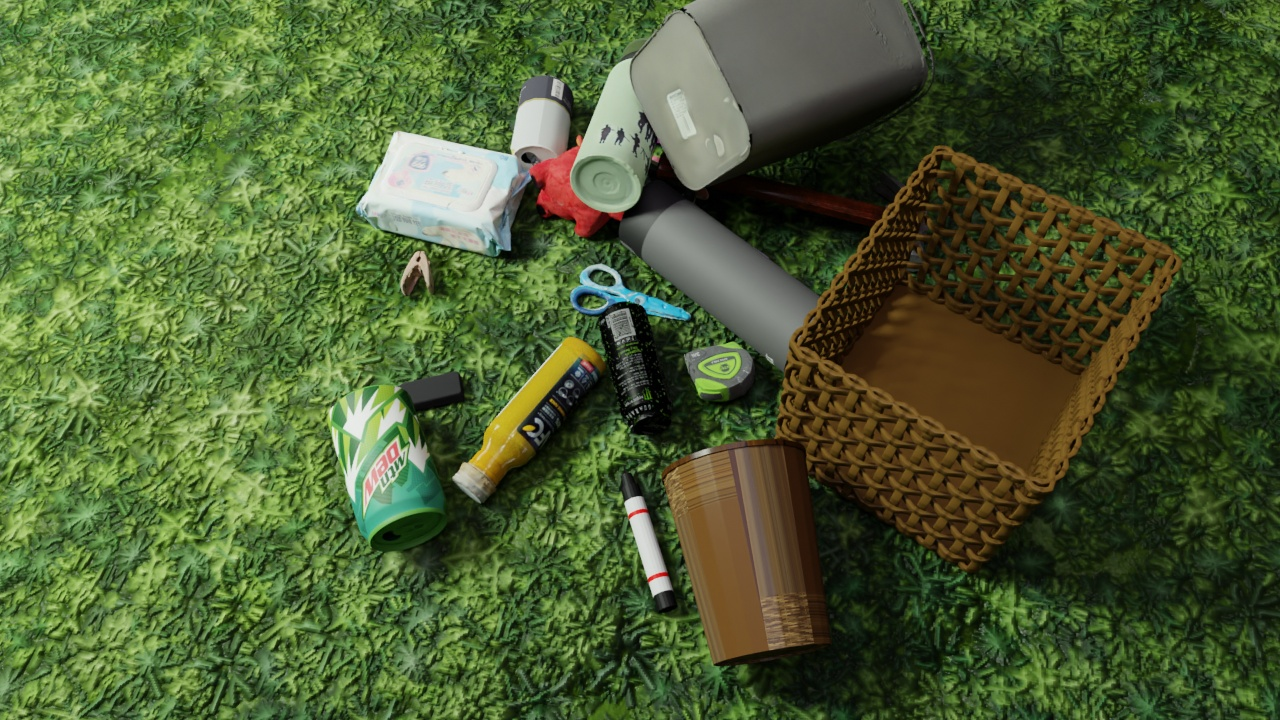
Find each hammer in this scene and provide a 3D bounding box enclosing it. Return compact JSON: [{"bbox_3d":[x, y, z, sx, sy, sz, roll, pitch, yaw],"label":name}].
[{"bbox_3d":[0.165,-0.181,1.004,0.300,0.028,0.110,13,57,0],"label":"hammer"}]

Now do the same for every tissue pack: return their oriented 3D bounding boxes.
[{"bbox_3d":[-0.217,-0.190,1.046,0.182,0.070,0.111,13,62,11],"label":"tissue pack"}]

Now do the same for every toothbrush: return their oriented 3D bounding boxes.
[{"bbox_3d":[0.028,-0.227,1.077,0.135,0.016,0.021,38,70,22],"label":"toothbrush"}]

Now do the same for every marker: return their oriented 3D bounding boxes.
[{"bbox_3d":[0.004,0.164,0.862,0.019,0.019,0.145,-16,61,-5],"label":"marker"}]

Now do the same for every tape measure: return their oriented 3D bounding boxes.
[{"bbox_3d":[0.083,0.014,0.930,0.065,0.036,0.058,-14,52,0],"label":"tape measure"}]

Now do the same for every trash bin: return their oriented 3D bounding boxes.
[{"bbox_3d":[0.131,-0.294,0.930,0.219,0.198,0.197,-30,94,-24],"label":"trash bin"}]

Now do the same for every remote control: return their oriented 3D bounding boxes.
[{"bbox_3d":[-0.252,0.040,0.952,0.136,0.015,0.032,-13,61,-3],"label":"remote control"}]

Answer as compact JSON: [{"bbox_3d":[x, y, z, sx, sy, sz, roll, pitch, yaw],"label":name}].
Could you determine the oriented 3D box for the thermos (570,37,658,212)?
[{"bbox_3d":[-0.013,-0.263,1.005,0.082,0.082,0.230,8,51,8],"label":"thermos"}]

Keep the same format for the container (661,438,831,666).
[{"bbox_3d":[0.096,0.170,0.796,0.132,0.132,0.167,-9,67,-1],"label":"container"}]

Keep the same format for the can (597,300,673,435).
[{"bbox_3d":[-0.005,0.005,0.930,0.054,0.054,0.137,-14,61,-3],"label":"can"}]

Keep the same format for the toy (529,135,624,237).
[{"bbox_3d":[-0.049,-0.195,1.032,0.133,0.088,0.093,32,57,18],"label":"toy"}]

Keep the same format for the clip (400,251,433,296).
[{"bbox_3d":[-0.242,-0.097,1.022,0.039,0.024,0.060,9,58,9],"label":"clip"}]

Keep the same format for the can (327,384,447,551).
[{"bbox_3d":[-0.241,0.102,0.878,0.083,0.083,0.144,-22,62,-8],"label":"can"}]

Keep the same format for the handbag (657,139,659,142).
[{"bbox_3d":[0.068,-0.302,1.095,0.170,0.068,0.144,-11,61,6],"label":"handbag"}]

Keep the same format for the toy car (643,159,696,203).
[{"bbox_3d":[0.018,-0.204,1.049,0.105,0.048,0.032,30,35,17],"label":"toy car"}]

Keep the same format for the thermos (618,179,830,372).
[{"bbox_3d":[0.086,-0.090,0.959,0.082,0.082,0.240,-42,66,-17],"label":"thermos"}]

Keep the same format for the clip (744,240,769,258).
[{"bbox_3d":[0.115,-0.114,1.011,0.052,0.014,0.041,23,68,13],"label":"clip"}]

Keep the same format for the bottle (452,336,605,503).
[{"bbox_3d":[-0.110,0.059,0.909,0.053,0.053,0.185,32,68,20],"label":"bottle"}]

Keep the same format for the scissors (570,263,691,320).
[{"bbox_3d":[-0.009,-0.065,0.995,0.135,0.015,0.066,18,64,11],"label":"scissors"}]

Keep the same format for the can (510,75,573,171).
[{"bbox_3d":[-0.117,-0.273,1.086,0.064,0.064,0.127,2,61,5],"label":"can"}]

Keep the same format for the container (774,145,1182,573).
[{"bbox_3d":[0.280,0.004,0.816,0.219,0.214,0.251,31,68,19],"label":"container"}]
